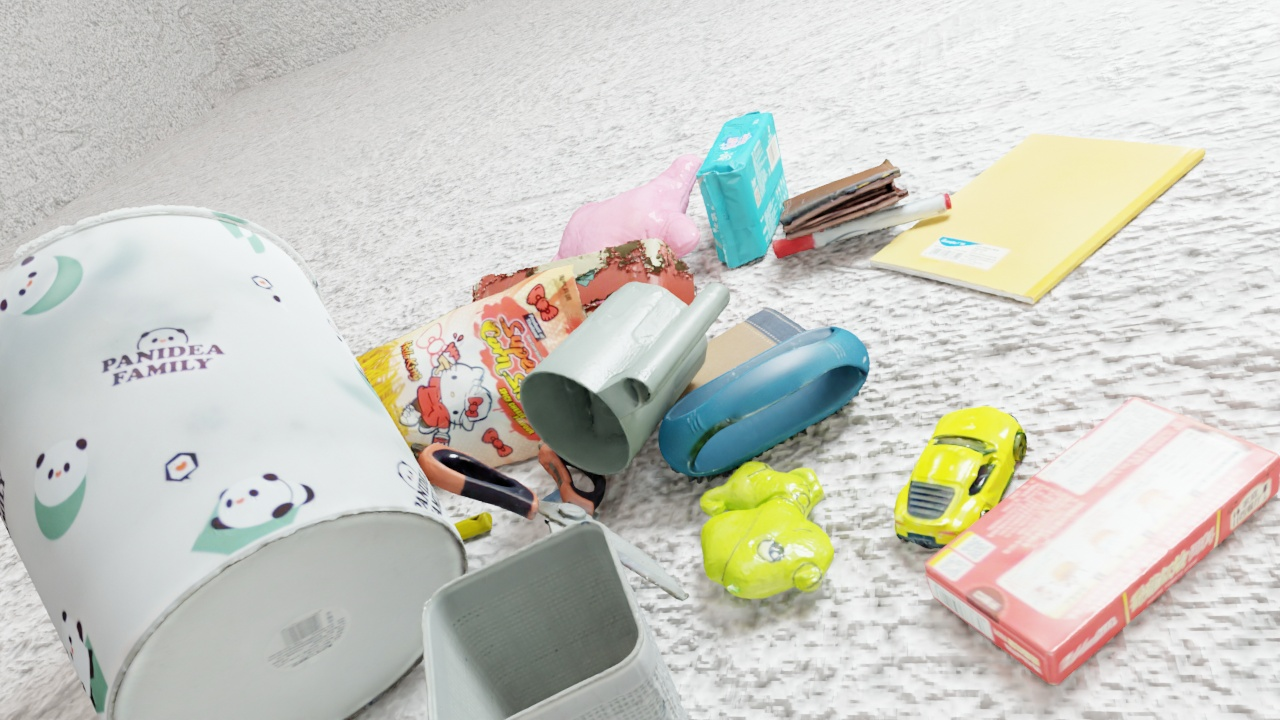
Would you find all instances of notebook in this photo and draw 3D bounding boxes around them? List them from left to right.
[{"bbox_3d":[0.296,-0.115,0.693,0.206,0.010,0.146,-36,33,-20],"label":"notebook"}]

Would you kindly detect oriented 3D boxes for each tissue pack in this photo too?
[{"bbox_3d":[0.091,-0.152,0.811,0.050,0.093,0.133,-3,36,24],"label":"tissue pack"}]

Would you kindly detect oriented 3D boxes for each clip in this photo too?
[{"bbox_3d":[-0.042,0.099,0.586,0.025,0.036,0.058,-28,31,-18],"label":"clip"}]

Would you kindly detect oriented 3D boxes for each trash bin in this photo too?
[{"bbox_3d":[-0.240,0.073,0.527,0.229,0.230,0.252,-35,55,-17],"label":"trash bin"}]

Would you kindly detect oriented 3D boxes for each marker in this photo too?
[{"bbox_3d":[0.177,-0.109,0.745,0.145,0.017,0.017,-13,32,27],"label":"marker"}]

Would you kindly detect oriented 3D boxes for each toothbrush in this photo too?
[{"bbox_3d":[-0.191,0.137,0.632,0.190,0.017,0.015,-19,31,8],"label":"toothbrush"}]

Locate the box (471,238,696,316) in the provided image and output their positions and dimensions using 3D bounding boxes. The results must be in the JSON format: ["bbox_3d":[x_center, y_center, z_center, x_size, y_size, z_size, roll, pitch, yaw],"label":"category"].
[{"bbox_3d":[-0.045,-0.044,0.717,0.169,0.091,0.078,-11,67,22],"label":"box"}]

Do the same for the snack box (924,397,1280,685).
[{"bbox_3d":[0.216,0.079,0.432,0.152,0.025,0.075,-33,33,-15],"label":"snack box"}]

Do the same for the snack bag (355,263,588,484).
[{"bbox_3d":[-0.121,0.022,0.673,0.208,0.128,0.073,-19,1,15],"label":"snack bag"}]

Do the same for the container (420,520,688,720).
[{"bbox_3d":[-0.028,0.151,0.403,0.090,0.114,0.090,-25,31,-2],"label":"container"}]

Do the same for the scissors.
[{"bbox_3d":[-0.052,0.085,0.544,0.226,0.015,0.188,18,12,22],"label":"scissors"}]

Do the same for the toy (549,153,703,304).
[{"bbox_3d":[-0.025,-0.094,0.822,0.195,0.074,0.178,-21,44,31],"label":"toy"}]

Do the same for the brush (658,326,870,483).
[{"bbox_3d":[0.076,0.023,0.562,0.144,0.073,0.055,-28,71,-5],"label":"brush"}]

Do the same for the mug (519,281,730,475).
[{"bbox_3d":[-0.003,0.003,0.576,0.124,0.083,0.103,-29,15,51],"label":"mug"}]

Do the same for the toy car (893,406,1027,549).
[{"bbox_3d":[0.171,0.057,0.492,0.048,0.032,0.105,5,40,40],"label":"toy car"}]

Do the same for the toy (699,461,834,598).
[{"bbox_3d":[0.066,0.094,0.508,0.097,0.031,0.099,4,36,38],"label":"toy"}]

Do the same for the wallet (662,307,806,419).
[{"bbox_3d":[0.063,0.010,0.640,0.115,0.033,0.090,-30,28,-8],"label":"wallet"}]

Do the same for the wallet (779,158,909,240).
[{"bbox_3d":[0.165,-0.134,0.764,0.101,0.032,0.124,-19,11,15],"label":"wallet"}]
